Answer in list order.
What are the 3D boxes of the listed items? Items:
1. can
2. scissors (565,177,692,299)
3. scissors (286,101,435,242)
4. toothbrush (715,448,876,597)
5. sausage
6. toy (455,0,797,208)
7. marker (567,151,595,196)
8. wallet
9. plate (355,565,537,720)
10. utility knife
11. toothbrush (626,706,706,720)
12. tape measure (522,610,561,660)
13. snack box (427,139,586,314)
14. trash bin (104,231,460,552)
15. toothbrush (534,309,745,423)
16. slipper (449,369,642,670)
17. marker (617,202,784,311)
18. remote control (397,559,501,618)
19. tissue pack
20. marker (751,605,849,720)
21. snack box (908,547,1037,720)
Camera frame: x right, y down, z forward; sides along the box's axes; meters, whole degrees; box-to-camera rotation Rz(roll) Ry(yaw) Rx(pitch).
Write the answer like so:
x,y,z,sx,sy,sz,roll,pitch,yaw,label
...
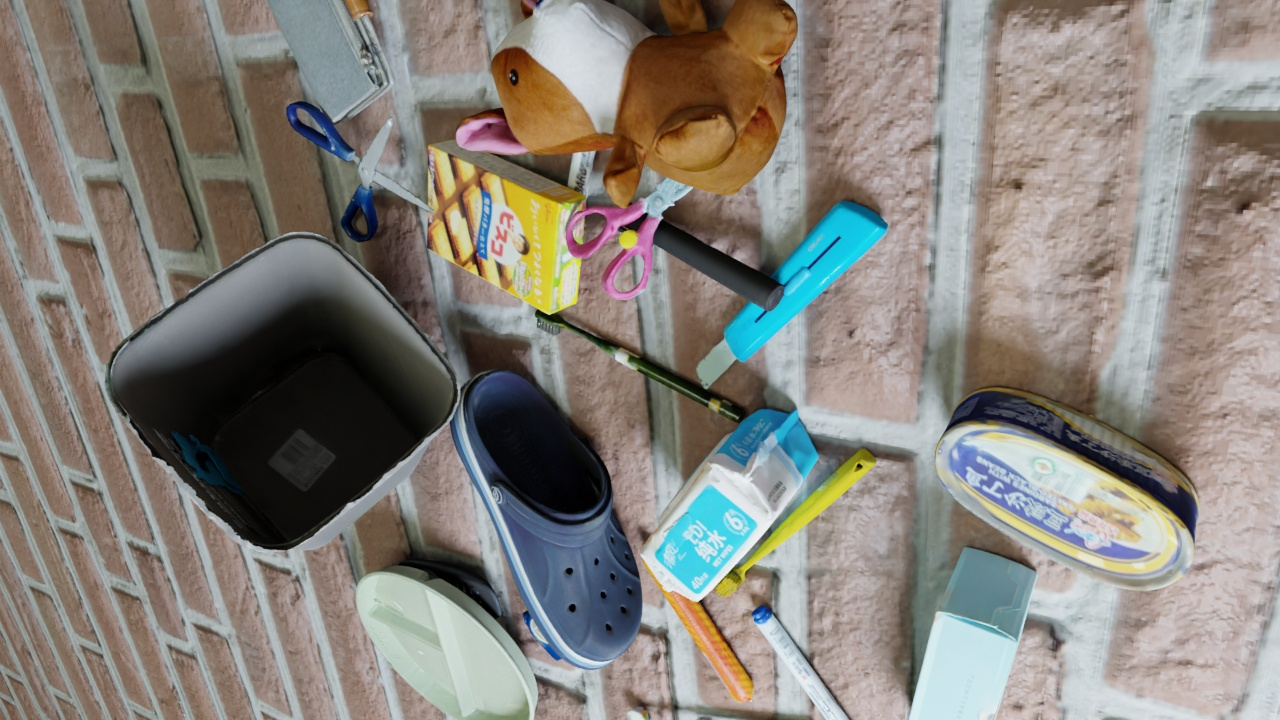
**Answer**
x,y,z,sx,sy,sz,roll,pitch,yaw,label
0.249,0.074,0.540,0.148,0.049,0.075,30,127,17,can
0.003,-0.110,0.607,0.077,0.017,0.138,39,107,9,scissors
-0.226,-0.152,0.733,0.162,0.012,0.176,46,145,5,scissors
0.109,0.125,0.679,0.015,0.016,0.191,43,129,7,toothbrush
0.048,0.219,0.764,0.022,0.021,0.165,-30,96,39,sausage
-0.014,-0.167,0.547,0.200,0.140,0.130,20,160,32,toy
-0.047,-0.113,0.660,0.017,0.017,0.145,27,126,19,marker
-0.236,-0.257,0.698,0.107,0.036,0.130,-10,108,48,wallet
-0.198,0.298,0.944,0.230,0.027,0.231,20,133,23,plate
0.090,-0.037,0.609,0.034,0.018,0.186,45,131,5,utility knife
0.069,0.320,0.805,0.190,0.020,0.029,-12,137,36,toothbrush
-0.079,0.249,0.861,0.058,0.025,0.055,47,128,-1,tape measure
-0.103,-0.101,0.680,0.140,0.033,0.087,27,126,28,snack box
-0.277,0.049,0.751,0.199,0.198,0.220,47,157,4,trash bin
-0.004,0.004,0.695,0.186,0.012,0.017,27,131,19,toothbrush
-0.061,0.115,0.730,0.095,0.104,0.252,-33,83,49,slipper
0.037,-0.070,0.611,0.132,0.022,0.020,33,164,26,marker
-0.189,0.226,0.921,0.137,0.024,0.053,5,121,33,remote control
0.061,0.100,0.651,0.063,0.089,0.140,40,129,9,tissue pack
0.136,0.257,0.730,0.017,0.016,0.146,-35,92,40,marker
0.217,0.219,0.619,0.052,0.074,0.175,18,122,26,snack box
